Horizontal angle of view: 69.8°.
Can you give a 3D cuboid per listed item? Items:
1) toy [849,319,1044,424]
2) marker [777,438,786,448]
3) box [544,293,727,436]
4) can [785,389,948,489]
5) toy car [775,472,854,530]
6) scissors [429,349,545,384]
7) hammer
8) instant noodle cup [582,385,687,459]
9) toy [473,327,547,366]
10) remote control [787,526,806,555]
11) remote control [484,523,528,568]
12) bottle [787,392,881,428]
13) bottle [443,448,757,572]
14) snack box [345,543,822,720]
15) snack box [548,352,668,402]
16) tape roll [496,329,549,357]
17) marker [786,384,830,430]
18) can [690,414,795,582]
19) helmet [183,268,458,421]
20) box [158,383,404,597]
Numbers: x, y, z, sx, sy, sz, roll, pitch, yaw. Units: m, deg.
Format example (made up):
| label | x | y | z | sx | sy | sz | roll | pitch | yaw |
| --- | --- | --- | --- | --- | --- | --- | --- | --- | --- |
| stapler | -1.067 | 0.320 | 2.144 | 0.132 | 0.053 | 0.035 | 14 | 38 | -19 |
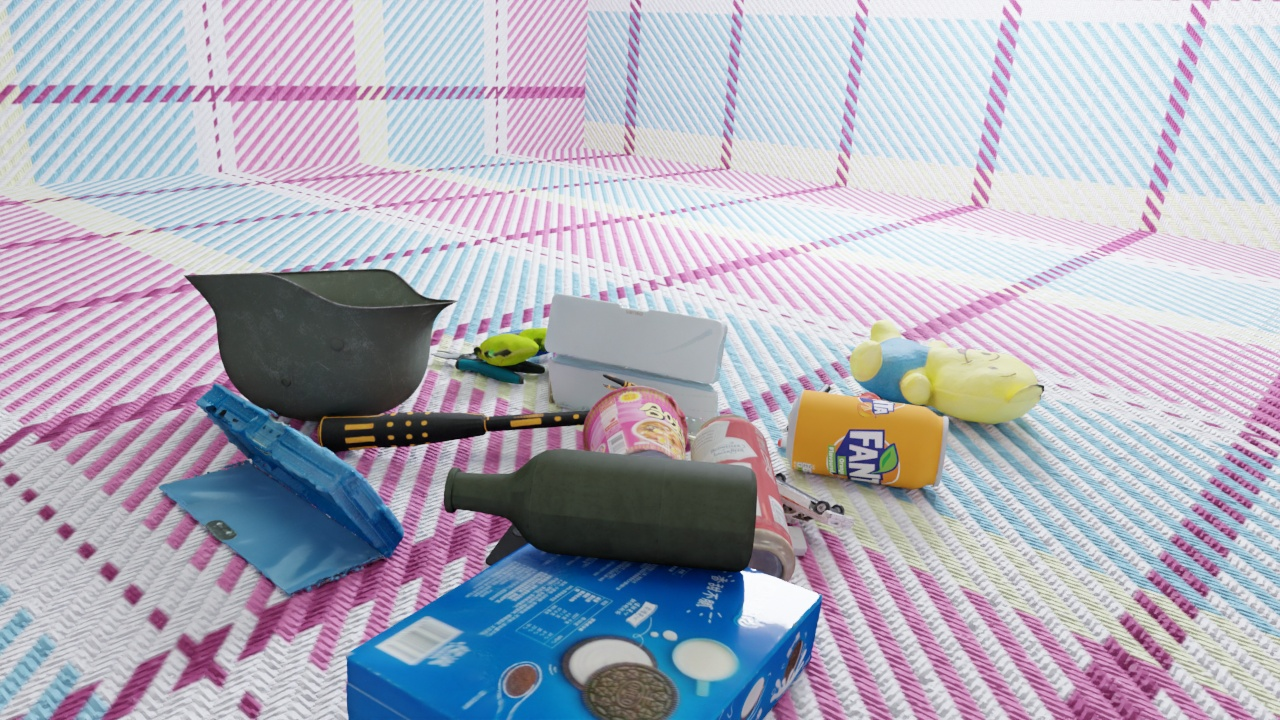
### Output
| label | x | y | z | sx | sy | sz | roll | pitch | yaw |
| --- | --- | --- | --- | --- | --- | --- | --- | --- | --- |
| toy | 0.351 | 0.021 | 1.058 | 0.214 | 0.084 | 0.148 | 15 | 23 | 26 |
| marker | 0.210 | 0.093 | 0.930 | 0.142 | 0.013 | 0.012 | 7 | 20 | 13 |
| box | -0.008 | 0.006 | 0.959 | 0.197 | 0.136 | 0.049 | 12 | 22 | 24 |
| can | 0.215 | 0.076 | 0.877 | 0.142 | 0.079 | 0.079 | 8 | 20 | 15 |
| toy car | 0.127 | 0.123 | 0.790 | 0.039 | 0.039 | 0.113 | 21 | 3 | -43 |
| scissors | -0.186 | 0.006 | 1.115 | 0.127 | 0.019 | 0.153 | -4 | 21 | -22 |
| hammer | -0.148 | 0.059 | 0.874 | 0.320 | 0.123 | 0.036 | -3 | 56 | 1 |
| instant noodle cup | -0.001 | 0.086 | 0.786 | 0.097 | 0.098 | 0.108 | 2 | 19 | -4 |
| toy | -0.146 | -0.018 | 1.096 | 0.094 | 0.036 | 0.093 | 0 | 19 | 25 |
| remote control | 0.069 | 0.146 | 0.752 | 0.131 | 0.012 | 0.033 | 3 | 21 | -1 |
| remote control | -0.082 | 0.137 | 0.761 | 0.045 | 0.008 | 0.146 | 7 | 19 | 11 |
| bottle | 0.209 | 0.062 | 0.976 | 0.109 | 0.044 | 0.044 | -8 | 22 | -29 |
| bottle | -0.028 | 0.097 | 0.620 | 0.207 | 0.071 | 0.071 | 5 | 19 | 4 |
| snack box | -0.025 | 0.182 | 0.567 | 0.196 | 0.056 | 0.238 | 15 | 21 | 31 |
| snack box | -0.032 | 0.009 | 1.095 | 0.148 | 0.041 | 0.143 | 2 | 19 | -2 |
| tape roll | -0.151 | -0.022 | 1.186 | 0.092 | 0.016 | 0.091 | -12 | 17 | -26 |
| marker | 0.194 | 0.053 | 1.047 | 0.011 | 0.011 | 0.151 | 12 | 21 | 24 |
| can | 0.077 | 0.111 | 0.728 | 0.067 | 0.067 | 0.170 | 2 | 30 | -2 |
| helmet | -0.316 | -0.015 | 0.940 | 0.268 | 0.154 | 0.226 | -1 | 7 | 13 |
| box | -0.306 | 0.109 | 0.742 | 0.232 | 0.094 | 0.102 | 20 | 54 | 38 |
